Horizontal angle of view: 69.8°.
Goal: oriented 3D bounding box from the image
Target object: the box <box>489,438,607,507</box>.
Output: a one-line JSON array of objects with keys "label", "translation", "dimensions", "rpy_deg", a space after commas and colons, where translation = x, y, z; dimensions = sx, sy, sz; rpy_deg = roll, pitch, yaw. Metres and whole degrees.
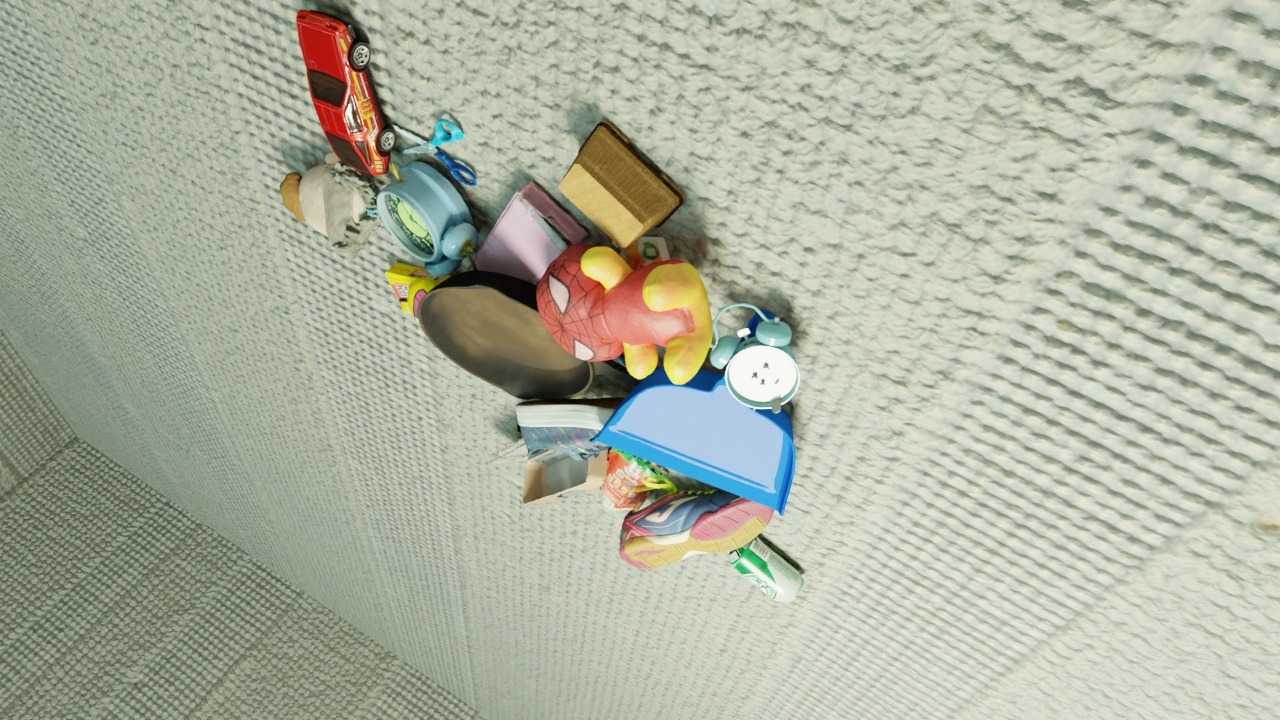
[{"label": "box", "translation": [-0.129, 0.158, 1.346], "dimensions": [0.217, 0.094, 0.107], "rpy_deg": [-28, 79, 53]}]

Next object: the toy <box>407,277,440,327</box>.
[{"label": "toy", "translation": [-0.269, -0.068, 1.210], "dimensions": [0.096, 0.041, 0.094], "rpy_deg": [12, 132, 34]}]

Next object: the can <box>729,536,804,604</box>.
[{"label": "can", "translation": [0.170, 0.283, 1.248], "dimensions": [0.101, 0.053, 0.053], "rpy_deg": [39, 146, 0]}]

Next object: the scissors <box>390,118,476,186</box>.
[{"label": "scissors", "translation": [-0.237, -0.235, 1.059], "dimensions": [0.134, 0.015, 0.103], "rpy_deg": [4, 134, 42]}]

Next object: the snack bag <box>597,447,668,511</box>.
[{"label": "snack bag", "translation": [-0.014, 0.162, 1.296], "dimensions": [0.087, 0.044, 0.155], "rpy_deg": [32, 141, 0]}]

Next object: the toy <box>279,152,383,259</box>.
[{"label": "toy", "translation": [-0.397, -0.205, 1.186], "dimensions": [0.176, 0.076, 0.133], "rpy_deg": [17, 113, 28]}]

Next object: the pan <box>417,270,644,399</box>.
[{"label": "pan", "translation": [-0.097, -0.016, 1.111], "dimensions": [0.356, 0.043, 0.249], "rpy_deg": [15, 150, 11]}]

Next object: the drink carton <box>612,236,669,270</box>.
[{"label": "drink carton", "translation": [0.013, -0.082, 0.995], "dimensions": [0.069, 0.038, 0.122], "rpy_deg": [8, 129, 36]}]

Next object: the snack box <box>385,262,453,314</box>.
[{"label": "snack box", "translation": [-0.277, -0.086, 1.256], "dimensions": [0.152, 0.025, 0.075], "rpy_deg": [15, 139, 30]}]

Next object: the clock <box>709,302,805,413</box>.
[{"label": "clock", "translation": [0.115, -0.004, 0.926], "dimensions": [0.087, 0.041, 0.123], "rpy_deg": [-21, 114, 20]}]

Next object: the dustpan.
[{"label": "dustpan", "translation": [0.092, 0.048, 1.019], "dimensions": [0.245, 0.059, 0.258], "rpy_deg": [21, 120, -1]}]

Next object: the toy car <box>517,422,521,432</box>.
[{"label": "toy car", "translation": [-0.144, 0.082, 1.318], "dimensions": [0.092, 0.042, 0.036], "rpy_deg": [-27, 83, 52]}]

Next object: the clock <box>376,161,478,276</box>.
[{"label": "clock", "translation": [-0.248, -0.162, 1.102], "dimensions": [0.162, 0.059, 0.118], "rpy_deg": [48, 151, -4]}]

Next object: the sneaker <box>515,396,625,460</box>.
[{"label": "sneaker", "translation": [-0.059, 0.090, 1.176], "dimensions": [0.236, 0.087, 0.079], "rpy_deg": [0, 96, 34]}]

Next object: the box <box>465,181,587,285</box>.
[{"label": "box", "translation": [-0.149, -0.116, 1.088], "dimensions": [0.098, 0.046, 0.233], "rpy_deg": [42, 146, -7]}]

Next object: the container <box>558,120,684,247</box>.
[{"label": "container", "translation": [-0.023, -0.167, 0.898], "dimensions": [0.114, 0.061, 0.063], "rpy_deg": [43, 146, -6]}]

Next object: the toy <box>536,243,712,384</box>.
[{"label": "toy", "translation": [-0.022, -0.055, 0.944], "dimensions": [0.217, 0.098, 0.148], "rpy_deg": [14, 123, 43]}]

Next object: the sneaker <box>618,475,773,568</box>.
[{"label": "sneaker", "translation": [0.069, 0.202, 1.233], "dimensions": [0.242, 0.090, 0.116], "rpy_deg": [-24, 130, 30]}]

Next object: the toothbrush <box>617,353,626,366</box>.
[{"label": "toothbrush", "translation": [-0.007, 0.007, 1.124], "dimensions": [0.132, 0.016, 0.021], "rpy_deg": [29, 148, 14]}]

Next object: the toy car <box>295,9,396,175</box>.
[{"label": "toy car", "translation": [-0.334, -0.299, 1.036], "dimensions": [0.082, 0.056, 0.190], "rpy_deg": [25, 141, 25]}]
